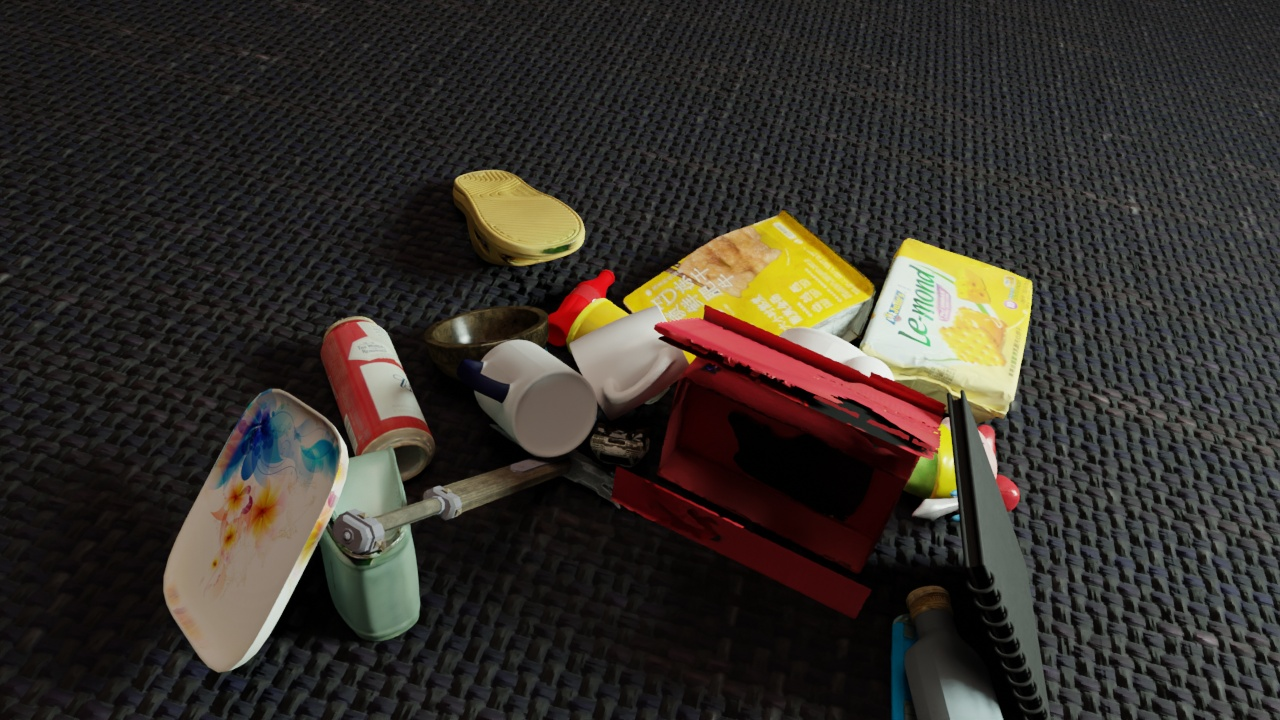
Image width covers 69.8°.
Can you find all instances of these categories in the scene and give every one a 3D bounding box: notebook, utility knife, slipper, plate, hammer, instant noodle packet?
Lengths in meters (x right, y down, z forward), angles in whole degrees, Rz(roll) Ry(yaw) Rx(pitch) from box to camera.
[{"bbox_3d":[0.276,0.161,0.702,0.019,0.231,0.168,-14,38,25],"label":"notebook"},{"bbox_3d":[0.208,0.282,0.703,0.031,0.015,0.208,12,46,2],"label":"utility knife"},{"bbox_3d":[-0.147,-0.150,1.042,0.099,0.078,0.263,-14,32,-22],"label":"slipper"},{"bbox_3d":[-0.286,0.119,0.682,0.187,0.016,0.187,19,81,47],"label":"plate"},{"bbox_3d":[-0.126,0.097,0.704,0.147,0.028,0.316,25,11,18],"label":"hammer"},{"bbox_3d":[0.113,-0.057,0.996,0.221,0.084,0.163,-24,53,-22],"label":"instant noodle packet"}]

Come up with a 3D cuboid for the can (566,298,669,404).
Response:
[{"bbox_3d":[-0.017,-0.010,0.923,0.105,0.068,0.067,34,49,23],"label":"can"}]

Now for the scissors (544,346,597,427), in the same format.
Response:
[{"bbox_3d":[-0.085,0.025,0.919,0.090,0.014,0.140,-1,43,-8],"label":"scissors"}]

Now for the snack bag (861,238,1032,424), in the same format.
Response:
[{"bbox_3d":[0.334,-0.035,1.006,0.160,0.068,0.246,21,45,13],"label":"snack bag"}]

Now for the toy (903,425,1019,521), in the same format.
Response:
[{"bbox_3d":[0.275,0.108,0.858,0.131,0.097,0.124,15,48,-21],"label":"toy"}]

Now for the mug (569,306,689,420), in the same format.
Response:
[{"bbox_3d":[-0.005,0.005,0.823,0.087,0.081,0.114,-28,21,1],"label":"mug"}]

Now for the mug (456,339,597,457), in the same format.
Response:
[{"bbox_3d":[-0.107,0.027,0.801,0.111,0.078,0.097,22,5,-34],"label":"mug"}]

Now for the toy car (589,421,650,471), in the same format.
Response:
[{"bbox_3d":[-0.017,0.078,0.827,0.048,0.113,0.040,10,89,5],"label":"toy car"}]

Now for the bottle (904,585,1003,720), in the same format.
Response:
[{"bbox_3d":[0.238,0.252,0.701,0.072,0.046,0.161,26,40,-27],"label":"bottle"}]

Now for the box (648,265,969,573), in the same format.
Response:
[{"bbox_3d":[0.124,0.038,0.731,0.211,0.316,0.123,25,66,15],"label":"box"}]

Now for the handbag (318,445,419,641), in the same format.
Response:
[{"bbox_3d":[-0.209,0.140,0.701,0.067,0.122,0.106,-12,48,-20],"label":"handbag"}]

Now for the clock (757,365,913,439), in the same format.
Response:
[{"bbox_3d":[0.168,0.035,0.856,0.161,0.125,0.072,18,65,44],"label":"clock"}]

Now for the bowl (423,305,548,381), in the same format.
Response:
[{"bbox_3d":[-0.146,-0.008,0.899,0.121,0.056,0.121,-6,20,2],"label":"bowl"}]

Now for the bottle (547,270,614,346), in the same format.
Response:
[{"bbox_3d":[-0.062,-0.061,0.989,0.036,0.036,0.118,24,46,15],"label":"bottle"}]

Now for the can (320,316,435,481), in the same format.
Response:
[{"bbox_3d":[-0.244,0.034,0.842,0.067,0.067,0.170,-15,49,-23],"label":"can"}]
